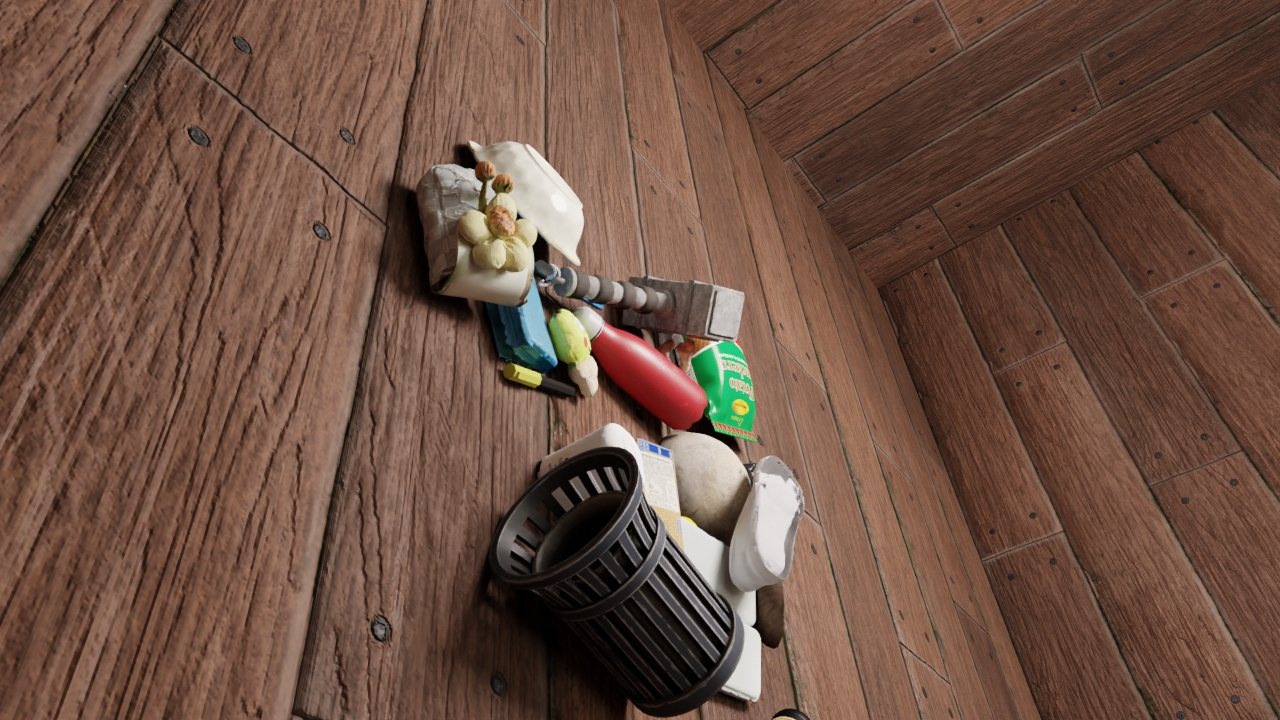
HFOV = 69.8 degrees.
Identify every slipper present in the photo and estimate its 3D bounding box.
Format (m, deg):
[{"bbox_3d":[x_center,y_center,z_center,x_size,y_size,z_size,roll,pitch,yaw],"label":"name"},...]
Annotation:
[{"bbox_3d":[0.169,0.216,1.228,0.112,0.075,0.246,58,28,-19],"label":"slipper"}]

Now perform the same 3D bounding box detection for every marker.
[{"bbox_3d":[-0.115,0.026,1.077,0.021,0.017,0.123,21,-1,33],"label":"marker"}]

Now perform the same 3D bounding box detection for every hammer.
[{"bbox_3d":[-0.019,-0.089,1.269,0.325,0.177,0.079,9,91,-46],"label":"hammer"}]

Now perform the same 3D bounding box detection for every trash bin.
[{"bbox_3d":[-0.011,0.222,0.890,0.227,0.164,0.164,54,23,-24],"label":"trash bin"}]

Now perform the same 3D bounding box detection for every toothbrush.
[{"bbox_3d":[-0.096,-0.103,1.277,0.166,0.014,0.016,28,39,-54],"label":"toothbrush"}]

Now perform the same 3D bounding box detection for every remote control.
[{"bbox_3d":[0.043,-0.002,1.453,0.033,0.012,0.130,46,27,-37],"label":"remote control"}]

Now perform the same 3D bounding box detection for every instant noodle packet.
[{"bbox_3d":[0.119,0.007,1.499,0.195,0.090,0.252,21,49,-62],"label":"instant noodle packet"}]

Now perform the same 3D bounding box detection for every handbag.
[{"bbox_3d":[-0.181,-0.152,1.014,0.112,0.124,0.171,8,52,-39],"label":"handbag"}]

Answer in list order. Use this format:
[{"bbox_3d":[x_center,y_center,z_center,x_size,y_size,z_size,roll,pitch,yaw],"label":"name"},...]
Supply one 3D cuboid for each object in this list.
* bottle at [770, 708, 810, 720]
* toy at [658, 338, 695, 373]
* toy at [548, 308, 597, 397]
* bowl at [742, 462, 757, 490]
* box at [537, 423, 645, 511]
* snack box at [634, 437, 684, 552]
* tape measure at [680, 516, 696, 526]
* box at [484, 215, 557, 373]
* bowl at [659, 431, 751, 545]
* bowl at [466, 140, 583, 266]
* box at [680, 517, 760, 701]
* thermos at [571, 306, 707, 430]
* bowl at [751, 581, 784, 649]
[{"bbox_3d":[0.156,0.470,1.074,0.059,0.059,0.181,64,23,9],"label":"bottle"},{"bbox_3d":[0.040,0.026,1.357,0.085,0.074,0.106,-23,107,-37],"label":"toy"},{"bbox_3d":[-0.082,-0.009,1.150,0.092,0.046,0.115,-107,174,-82],"label":"toy"},{"bbox_3d":[0.193,0.210,1.378,0.120,0.066,0.120,169,-88,-86],"label":"bowl"},{"bbox_3d":[-0.030,0.133,1.020,0.150,0.106,0.080,34,37,-50],"label":"box"},{"bbox_3d":[0.010,0.190,1.082,0.056,0.057,0.206,22,38,-24],"label":"snack box"},{"bbox_3d":[0.058,0.232,1.175,0.064,0.037,0.065,29,39,-51],"label":"tape measure"},{"bbox_3d":[-0.162,-0.097,1.111,0.093,0.052,0.231,52,18,-64],"label":"box"},{"bbox_3d":[0.105,0.172,1.294,0.178,0.081,0.178,44,30,-33],"label":"bowl"},{"bbox_3d":[-0.134,-0.225,1.214,0.219,0.060,0.188,48,8,0],"label":"bowl"},{"bbox_3d":[0.092,0.306,1.125,0.208,0.037,0.188,41,46,-42],"label":"box"},{"bbox_3d":[-0.007,0.007,1.258,0.240,0.073,0.073,40,30,-29],"label":"thermos"},{"bbox_3d":[0.167,0.330,1.245,0.118,0.030,0.118,-179,-88,-85],"label":"bowl"}]
